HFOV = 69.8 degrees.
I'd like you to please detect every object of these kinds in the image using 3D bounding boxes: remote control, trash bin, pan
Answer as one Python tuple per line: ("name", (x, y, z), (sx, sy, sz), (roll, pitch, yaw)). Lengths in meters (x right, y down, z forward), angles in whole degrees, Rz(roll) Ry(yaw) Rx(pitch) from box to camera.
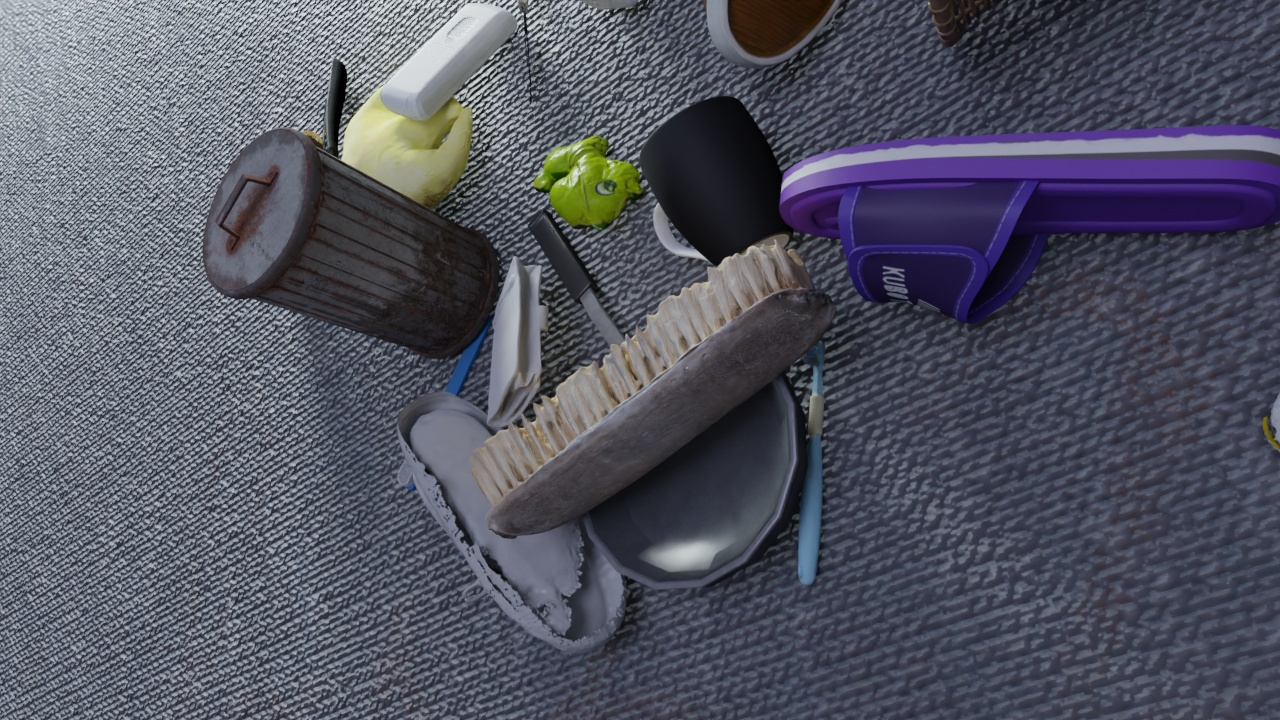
("remote control", (-0.173, -0.271, 0.826), (0.060, 0.025, 0.138), (26, 69, 35))
("trash bin", (-0.230, -0.087, 0.731), (0.131, 0.211, 0.130), (-12, 68, 33))
("pan", (-0.004, 0.004, 0.668), (0.179, 0.041, 0.357), (-46, 52, 18))
("remote control", (-0.308, -0.244, 0.920), (0.041, 0.020, 0.151), (121, 148, -46))

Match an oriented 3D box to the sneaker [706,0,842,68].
("sneaker", (0.090, -0.347, 0.661), (0.127, 0.120, 0.294), (7, 80, 58))

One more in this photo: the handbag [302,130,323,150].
("handbag", (-0.336, -0.142, 0.894), (0.139, 0.063, 0.166), (5, 90, 47))

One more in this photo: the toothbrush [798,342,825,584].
("toothbrush", (0.109, 0.065, 0.588), (0.022, 0.016, 0.155), (159, 117, -64))

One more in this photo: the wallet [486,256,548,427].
("wallet", (-0.095, -0.014, 0.713), (0.086, 0.032, 0.116), (130, 144, -51))

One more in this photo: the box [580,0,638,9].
("box", (-0.055, -0.353, 0.696), (0.083, 0.190, 0.110), (23, 95, 35))

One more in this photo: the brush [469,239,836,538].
("brush", (0.000, 0.028, 0.572), (0.272, 0.083, 0.056), (-38, 56, 24))

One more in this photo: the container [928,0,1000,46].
("container", (0.228, -0.312, 0.479), (0.196, 0.226, 0.226), (-15, 71, 24))

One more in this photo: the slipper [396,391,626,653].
("slipper", (-0.102, 0.122, 0.686), (0.112, 0.075, 0.247), (-39, 57, -16))

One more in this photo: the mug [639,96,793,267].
("mug", (0.050, -0.106, 0.639), (0.100, 0.084, 0.119), (62, 144, 15))

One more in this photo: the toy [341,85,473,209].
("toy", (-0.224, -0.195, 0.849), (0.155, 0.064, 0.170), (-45, 53, 8))

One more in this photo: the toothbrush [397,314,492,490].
("toothbrush", (-0.168, 0.035, 0.786), (0.016, 0.014, 0.166), (28, 95, 36))

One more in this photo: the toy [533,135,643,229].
("toy", (-0.043, -0.143, 0.729), (0.094, 0.036, 0.093), (-12, 61, 20))

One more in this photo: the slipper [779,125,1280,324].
("slipper", (0.199, -0.065, 0.508), (0.267, 0.107, 0.084), (2, 80, 30))

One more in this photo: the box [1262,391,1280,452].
("box", (0.367, -0.043, 0.430), (0.064, 0.033, 0.209), (26, 95, 34))

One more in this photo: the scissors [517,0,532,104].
("scissors", (-0.103, -0.312, 0.793), (0.012, 0.132, 0.169), (-4, 58, -3))

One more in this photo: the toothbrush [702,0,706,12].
("toothbrush", (0.043, -0.339, 0.730), (0.016, 0.016, 0.166), (-23, 66, 28))
